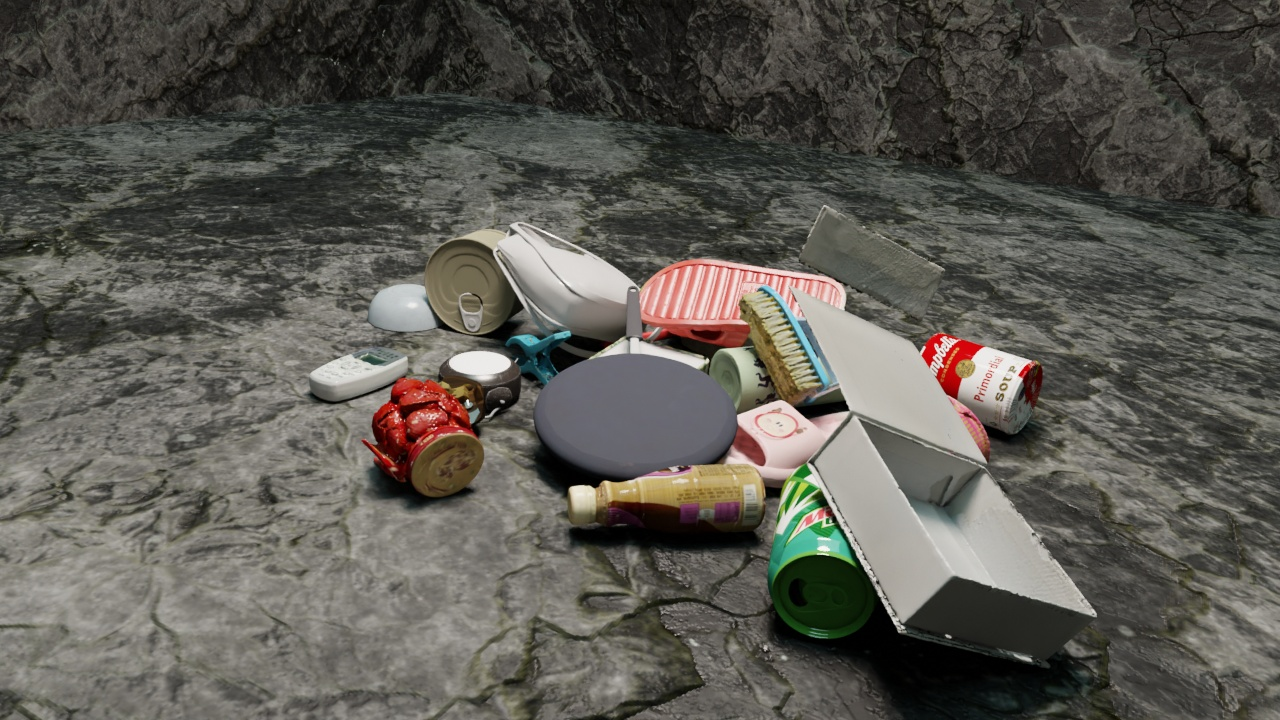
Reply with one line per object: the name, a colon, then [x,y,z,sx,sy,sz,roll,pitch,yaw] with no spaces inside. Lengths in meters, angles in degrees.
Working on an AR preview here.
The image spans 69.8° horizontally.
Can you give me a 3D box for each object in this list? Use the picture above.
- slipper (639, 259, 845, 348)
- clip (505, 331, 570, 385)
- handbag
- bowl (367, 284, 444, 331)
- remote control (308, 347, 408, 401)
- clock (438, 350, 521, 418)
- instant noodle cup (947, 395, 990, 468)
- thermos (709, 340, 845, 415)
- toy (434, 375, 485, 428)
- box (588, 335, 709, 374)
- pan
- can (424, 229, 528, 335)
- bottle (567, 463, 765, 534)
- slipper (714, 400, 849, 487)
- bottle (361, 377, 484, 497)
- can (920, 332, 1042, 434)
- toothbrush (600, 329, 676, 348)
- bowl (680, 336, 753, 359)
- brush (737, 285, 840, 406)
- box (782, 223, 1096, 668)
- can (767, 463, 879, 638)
slipper: [0.117,-0.062,1.084,0.249,0.059,0.103,3,58,17]
clip: [-0.119,-0.013,1.065,0.027,0.102,0.120,-9,13,-36]
handbag: [-0.092,-0.105,1.174,0.215,0.096,0.222,11,29,-48]
bowl: [-0.311,-0.075,1.229,0.106,0.039,0.106,4,22,-2]
remote control: [-0.315,0.014,1.026,0.060,0.028,0.114,18,26,29]
clock: [-0.178,0.021,1.014,0.091,0.044,0.122,3,22,-3]
instant noodle cup: [0.258,0.097,0.862,0.098,0.098,0.108,23,37,37]
thermos: [0.199,0.018,1.059,0.231,0.082,0.082,-5,24,-24]
toy: [-0.207,0.047,0.933,0.100,0.063,0.076,-8,45,-3]
box: [-0.012,0.034,1.009,0.118,0.051,0.205,18,27,20]
pan: [-0.006,0.006,0.960,0.199,0.021,0.355,1,33,-2]
can: [-0.209,-0.105,1.205,0.128,0.128,0.073,10,21,14]
bottle: [0.021,0.121,0.789,0.166,0.060,0.059,-1,23,-11]
slipper: [0.159,0.080,0.921,0.221,0.056,0.107,-5,26,-23]
bottle: [-0.205,0.070,0.843,0.098,0.099,0.111,-11,37,-32]
can: [0.386,0.025,1.054,0.116,0.087,0.086,23,29,39]
toothbrush: [0.035,-0.039,1.241,0.212,0.012,0.018,-13,28,-35]
bowl: [0.123,-0.062,1.179,0.178,0.081,0.178,18,25,-9]
brush: [0.163,-0.023,0.986,0.075,0.055,0.135,-19,72,-23]
box: [0.216,0.057,0.745,0.166,0.099,0.367,21,35,-30]
can: [0.146,0.145,0.723,0.083,0.083,0.143,9,23,10]
